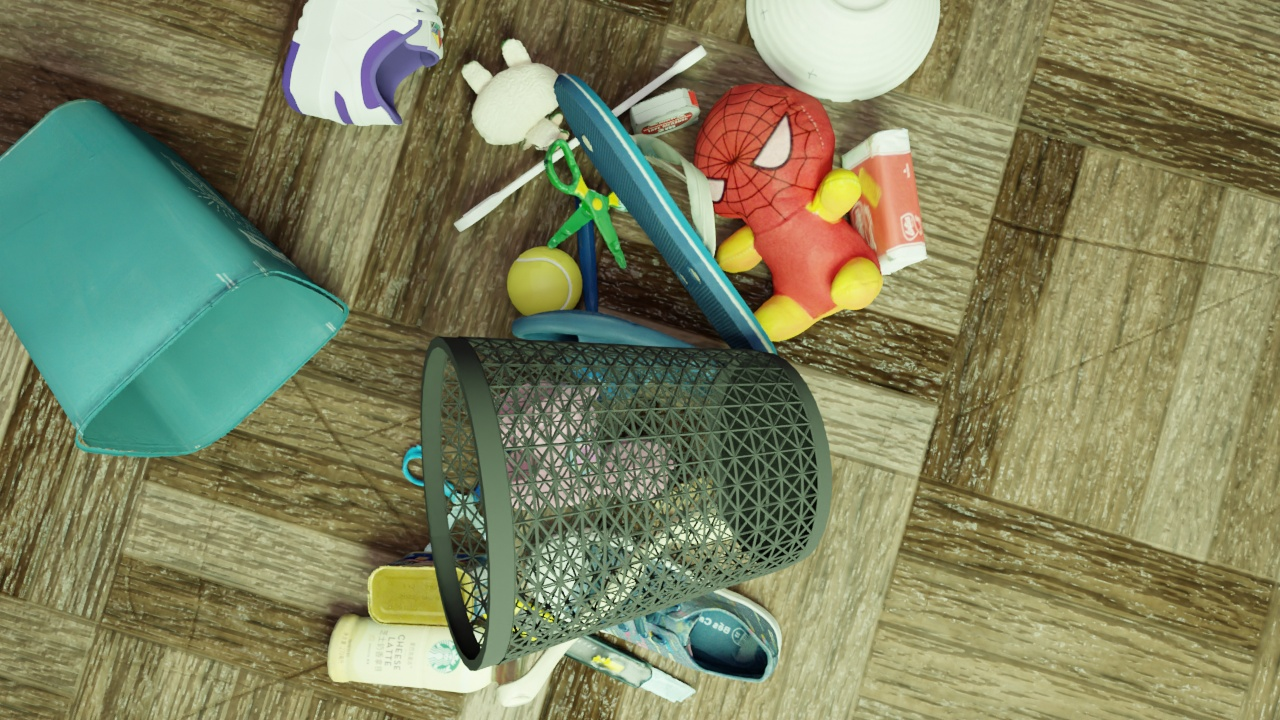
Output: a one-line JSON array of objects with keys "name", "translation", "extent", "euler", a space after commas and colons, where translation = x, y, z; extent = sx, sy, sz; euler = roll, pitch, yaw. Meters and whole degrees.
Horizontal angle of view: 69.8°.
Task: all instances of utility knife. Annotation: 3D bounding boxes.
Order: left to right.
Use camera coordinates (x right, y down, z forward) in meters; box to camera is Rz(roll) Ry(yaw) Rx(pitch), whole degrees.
[{"name": "utility knife", "translation": [-0.046, 0.254, 0.810], "extent": [0.203, 0.020, 0.029], "euler": [25, 90, 0]}]

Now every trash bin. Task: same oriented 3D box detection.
[{"name": "trash bin", "translation": [-0.400, -0.067, 0.744], "extent": [0.199, 0.196, 0.218], "euler": [-43, 82, -3]}, {"name": "trash bin", "translation": [-0.014, 0.083, 0.650], "extent": [0.242, 0.217, 0.217], "euler": [-5, 87, -22]}]

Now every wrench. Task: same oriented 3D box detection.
[{"name": "wrench", "translation": [-0.053, -0.198, 0.817], "extent": [0.273, 0.047, 0.009], "euler": [-37, 106, -3]}]

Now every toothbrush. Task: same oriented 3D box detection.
[{"name": "toothbrush", "translation": [-0.044, -0.057, 0.822], "extent": [0.016, 0.017, 0.190], "euler": [-5, 88, -5]}]

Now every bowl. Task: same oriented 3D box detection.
[{"name": "bowl", "translation": [0.185, -0.326, 0.807], "extent": [0.177, 0.071, 0.177], "euler": [0, 87, 0]}]

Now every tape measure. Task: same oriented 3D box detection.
[{"name": "tape measure", "translation": [0.021, -0.218, 0.808], "extent": [0.060, 0.062, 0.020], "euler": [-18, 88, 3]}]

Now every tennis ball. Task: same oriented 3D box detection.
[{"name": "tennis ball", "translation": [-0.083, -0.066, 0.799], "extent": [0.065, 0.065, 0.065], "euler": [0, 87, 0]}]

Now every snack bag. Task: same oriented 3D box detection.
[{"name": "snack bag", "translation": [0.209, -0.135, 0.795], "extent": [0.036, 0.077, 0.116], "euler": [-7, 88, -12]}]

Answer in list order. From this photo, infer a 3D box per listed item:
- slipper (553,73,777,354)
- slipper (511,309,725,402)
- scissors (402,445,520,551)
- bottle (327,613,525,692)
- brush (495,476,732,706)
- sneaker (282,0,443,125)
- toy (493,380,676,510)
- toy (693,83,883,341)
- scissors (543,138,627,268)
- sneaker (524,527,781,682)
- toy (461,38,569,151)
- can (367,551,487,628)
[{"name": "slipper", "translation": [0.032, -0.120, 0.738], "extent": [0.060, 0.118, 0.295], "euler": [-36, 91, -1]}, {"name": "slipper", "translation": [-0.005, 0.004, 0.765], "extent": [0.213, 0.104, 0.059], "euler": [18, 76, -14]}, {"name": "scissors", "translation": [-0.153, 0.120, 0.817], "extent": [0.133, 0.014, 0.127], "euler": [-33, 90, -1]}, {"name": "bottle", "translation": [-0.181, 0.253, 0.790], "extent": [0.162, 0.056, 0.056], "euler": [5, 87, 0]}, {"name": "brush", "translation": [-0.011, 0.177, 0.727], "extent": [0.077, 0.062, 0.271], "euler": [35, 48, 26]}, {"name": "sneaker", "translation": [-0.216, -0.316, 0.799], "extent": [0.111, 0.092, 0.244], "euler": [21, 92, 0]}, {"name": "toy", "translation": [-0.050, 0.075, 0.778], "extent": [0.157, 0.067, 0.123], "euler": [-6, 118, -6]}, {"name": "toy", "translation": [0.123, -0.133, 0.783], "extent": [0.148, 0.098, 0.216], "euler": [-23, 86, 32]}, {"name": "scissors", "translation": [-0.038, -0.139, 0.802], "extent": [0.131, 0.011, 0.125], "euler": [-34, 106, -28]}, {"name": "sneaker", "translation": [0.013, 0.209, 0.780], "extent": [0.235, 0.079, 0.087], "euler": [21, 88, 1]}, {"name": "toy", "translation": [-0.107, -0.226, 0.813], "extent": [0.087, 0.050, 0.112], "euler": [-38, 93, -3]}, {"name": "can", "translation": [-0.174, 0.194, 0.780], "extent": [0.100, 0.059, 0.054], "euler": [-2, 88, 13]}]
